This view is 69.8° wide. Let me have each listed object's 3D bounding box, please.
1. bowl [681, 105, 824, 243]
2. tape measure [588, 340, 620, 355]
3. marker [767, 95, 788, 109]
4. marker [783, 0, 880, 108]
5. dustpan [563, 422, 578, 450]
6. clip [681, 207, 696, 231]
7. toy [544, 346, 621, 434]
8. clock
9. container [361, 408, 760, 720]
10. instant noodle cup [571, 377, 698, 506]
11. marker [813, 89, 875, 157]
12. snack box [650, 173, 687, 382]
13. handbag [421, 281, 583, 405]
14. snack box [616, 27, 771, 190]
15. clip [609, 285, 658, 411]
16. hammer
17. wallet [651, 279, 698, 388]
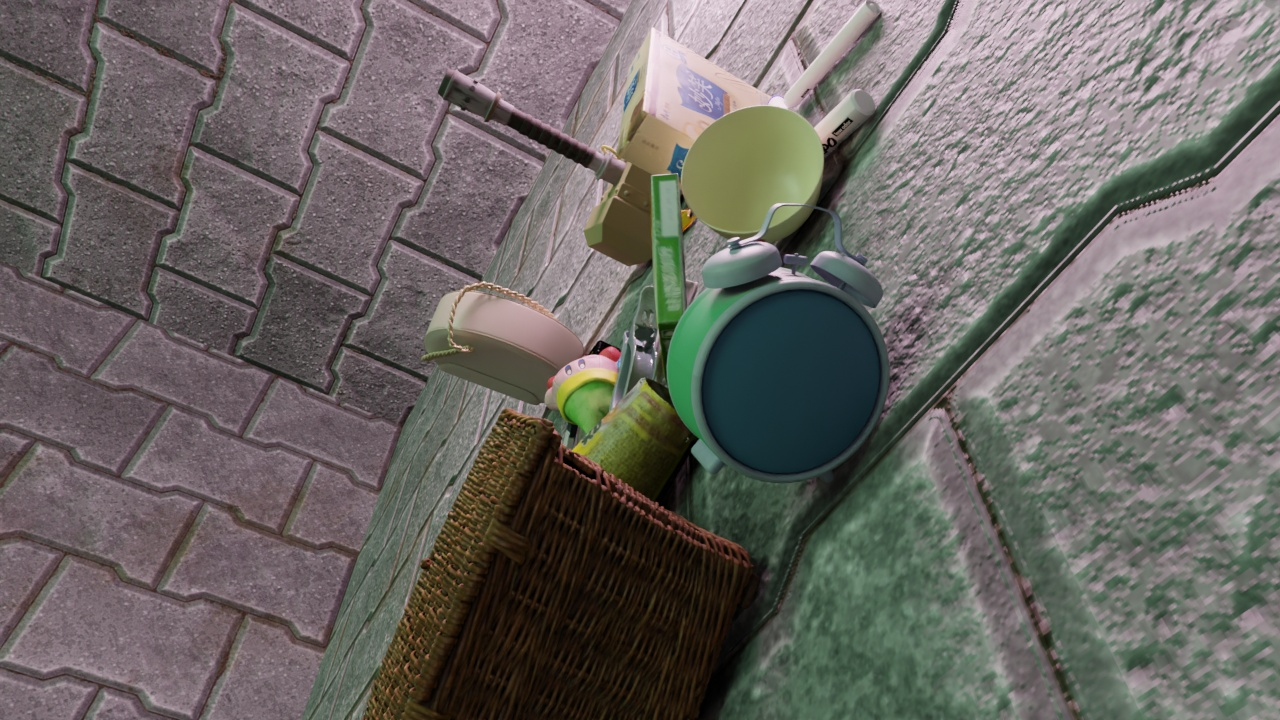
[{"bbox_3d":[0.101,-0.144,0.776,0.118,0.118,0.074,-68,-26,-11],"label":"bowl"},{"bbox_3d":[-0.047,0.009,1.108,0.067,0.038,0.063,-66,8,-15],"label":"tape measure"},{"bbox_3d":[0.139,-0.224,0.887,0.020,0.020,0.141,-55,19,30],"label":"marker"},{"bbox_3d":[0.178,-0.285,0.864,0.020,0.017,0.134,-31,-9,-38],"label":"marker"},{"bbox_3d":[-0.127,0.193,1.088,0.236,0.080,0.273,-125,41,-71],"label":"dustpan"},{"bbox_3d":[0.045,-0.174,1.093,0.053,0.035,0.046,137,145,-56],"label":"clip"},{"bbox_3d":[-0.044,0.044,1.015,0.124,0.097,0.131,-23,15,4],"label":"toy"},{"bbox_3d":[0.084,-0.012,0.549,0.075,0.122,0.162,-134,51,-72],"label":"clock"},{"bbox_3d":[-0.053,0.183,0.602,0.249,0.183,0.162,-66,15,-7],"label":"container"},{"bbox_3d":[-0.003,0.076,0.780,0.108,0.102,0.102,-53,18,9],"label":"instant noodle cup"},{"bbox_3d":[0.151,-0.184,0.783,0.126,0.025,0.025,-40,30,56],"label":"marker"},{"bbox_3d":[0.027,-0.066,0.806,0.168,0.027,0.131,78,-170,-72],"label":"snack box"},{"bbox_3d":[-0.191,-0.010,1.270,0.209,0.210,0.103,132,157,-65],"label":"handbag"},{"bbox_3d":[0.060,-0.235,0.911,0.055,0.153,0.206,-52,21,35],"label":"snack box"},{"bbox_3d":[-0.010,0.014,0.898,0.108,0.028,0.162,117,168,-45],"label":"clip"},{"bbox_3d":[-0.099,-0.272,1.155,0.190,0.324,0.101,-66,16,-5],"label":"hammer"},{"bbox_3d":[0.029,-0.022,0.928,0.086,0.032,0.116,137,150,-71],"label":"wallet"}]
